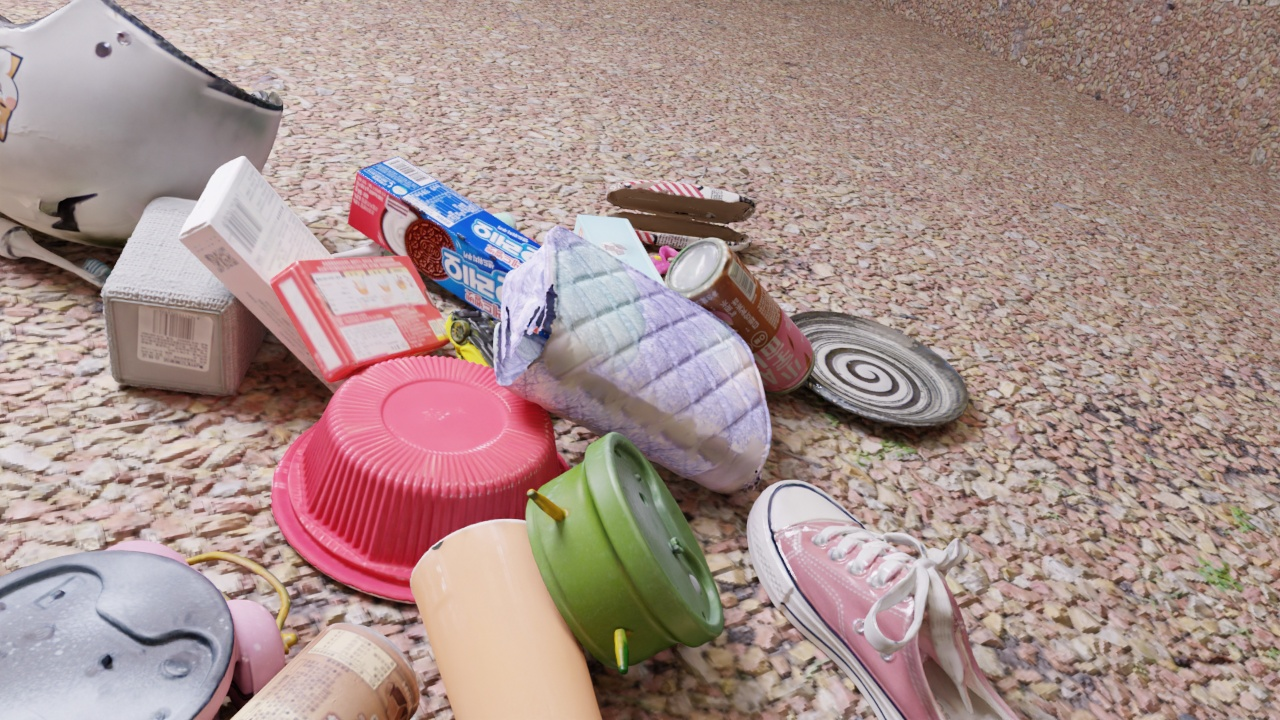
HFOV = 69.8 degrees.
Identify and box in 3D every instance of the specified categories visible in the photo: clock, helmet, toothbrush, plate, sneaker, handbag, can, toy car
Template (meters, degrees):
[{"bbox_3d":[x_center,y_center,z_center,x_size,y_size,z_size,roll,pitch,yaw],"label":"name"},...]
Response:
[{"bbox_3d":[-0.226,0.134,0.403,0.117,0.060,0.158,24,34,15],"label":"clock"},{"bbox_3d":[-0.419,-0.166,0.694,0.274,0.157,0.230,9,-2,12],"label":"helmet"},{"bbox_3d":[-0.490,-0.098,0.688,0.221,0.027,0.026,21,72,11],"label":"toothbrush"},{"bbox_3d":[0.203,0.011,0.821,0.179,0.024,0.179,12,30,-7],"label":"plate"},{"bbox_3d":[-0.006,0.101,0.490,0.116,0.056,0.161,62,9,10],"label":"clock"},{"bbox_3d":[0.146,0.141,0.524,0.118,0.088,0.241,-3,37,-27],"label":"sneaker"},{"bbox_3d":[-0.004,0.004,0.621,0.193,0.076,0.134,29,32,-28],"label":"handbag"},{"bbox_3d":[0.081,-0.033,0.729,0.147,0.058,0.058,43,12,-38],"label":"can"},{"bbox_3d":[-0.148,0.167,0.383,0.058,0.059,0.116,24,32,14],"label":"can"},{"bbox_3d":[-0.107,0.004,0.681,0.105,0.032,0.048,48,26,22],"label":"toy car"},{"bbox_3d":[-0.204,-0.106,0.826,0.223,0.027,0.027,-20,51,-43],"label":"toothbrush"}]

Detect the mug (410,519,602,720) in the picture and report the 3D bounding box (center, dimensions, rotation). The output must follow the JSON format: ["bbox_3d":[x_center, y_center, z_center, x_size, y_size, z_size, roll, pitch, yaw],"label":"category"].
[{"bbox_3d":[-0.060,0.148,0.443,0.078,0.078,0.122,-2,41,-26],"label":"mug"}]

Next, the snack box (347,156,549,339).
[{"bbox_3d":[-0.147,-0.095,0.772,0.207,0.058,0.057,32,36,10],"label":"snack box"}]

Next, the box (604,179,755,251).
[{"bbox_3d":[0.041,-0.141,0.977,0.163,0.083,0.075,4,-7,-17],"label":"box"}]

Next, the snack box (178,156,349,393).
[{"bbox_3d":[-0.232,-0.052,0.616,0.027,0.157,0.084,-22,39,13],"label":"snack box"}]

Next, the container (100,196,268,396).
[{"bbox_3d":[-0.303,-0.041,0.624,0.090,0.090,0.114,7,36,-12],"label":"container"}]

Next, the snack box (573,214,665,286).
[{"bbox_3d":[-0.020,-0.053,0.774,0.051,0.074,0.174,2,34,-20],"label":"snack box"}]

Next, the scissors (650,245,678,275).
[{"bbox_3d":[0.001,-0.086,0.895,0.130,0.017,0.133,21,35,6],"label":"scissors"}]

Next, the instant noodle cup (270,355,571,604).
[{"bbox_3d":[-0.125,0.057,0.564,0.194,0.066,0.193,10,31,-6],"label":"instant noodle cup"}]

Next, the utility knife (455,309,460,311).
[{"bbox_3d":[-0.060,0.009,0.712,0.221,0.022,0.030,32,34,14],"label":"utility knife"}]

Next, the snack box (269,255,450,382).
[{"bbox_3d":[-0.185,-0.033,0.633,0.075,0.025,0.152,60,14,-1],"label":"snack box"}]
